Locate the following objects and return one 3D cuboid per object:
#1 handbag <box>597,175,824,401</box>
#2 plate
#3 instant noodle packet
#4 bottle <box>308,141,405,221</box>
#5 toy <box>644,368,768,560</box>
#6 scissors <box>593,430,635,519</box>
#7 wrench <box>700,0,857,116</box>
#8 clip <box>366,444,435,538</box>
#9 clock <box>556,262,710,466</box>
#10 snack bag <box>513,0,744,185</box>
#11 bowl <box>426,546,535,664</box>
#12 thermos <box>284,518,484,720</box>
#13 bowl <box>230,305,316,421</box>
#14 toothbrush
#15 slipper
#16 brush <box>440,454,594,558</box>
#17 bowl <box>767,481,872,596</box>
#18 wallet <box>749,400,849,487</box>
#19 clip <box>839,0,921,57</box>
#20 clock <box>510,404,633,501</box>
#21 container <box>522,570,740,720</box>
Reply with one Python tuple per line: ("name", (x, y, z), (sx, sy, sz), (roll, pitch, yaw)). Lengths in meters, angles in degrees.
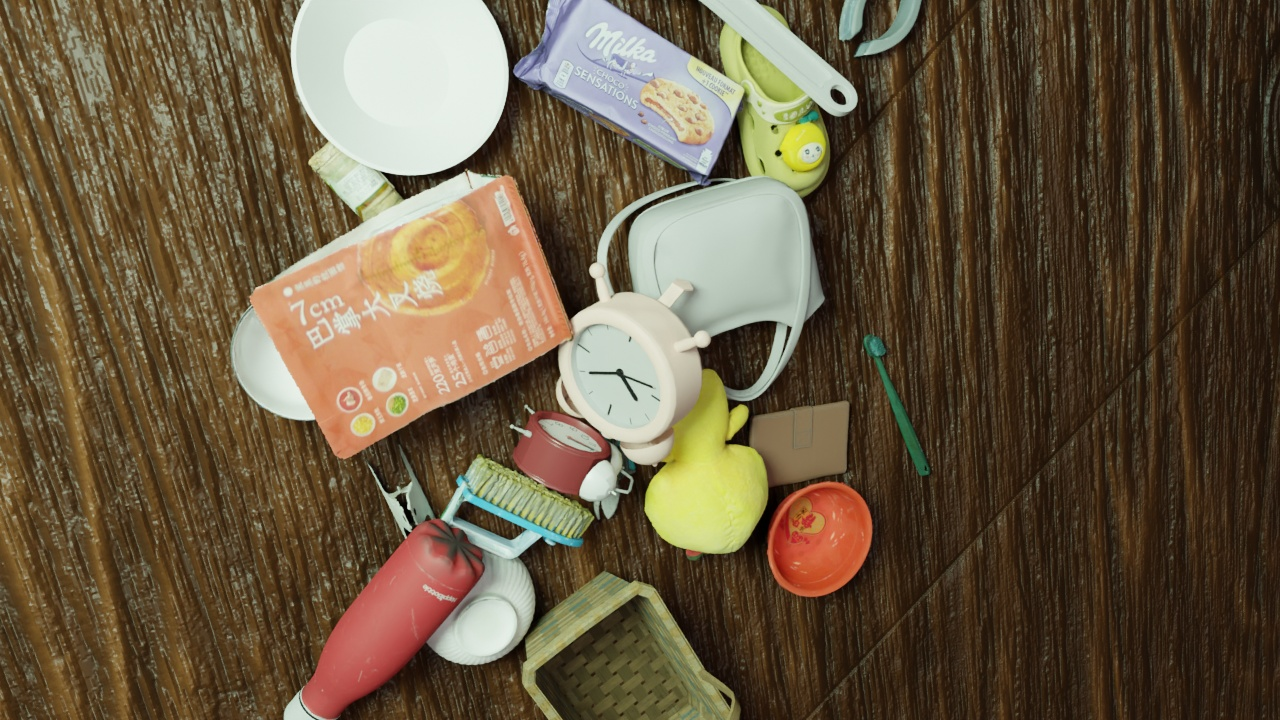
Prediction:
("handbag", (0.075, -0.057, 0.904), (0.215, 0.095, 0.223), (-17, 117, -7))
("plate", (-0.201, -0.243, 0.767), (0.173, 0.036, 0.174), (-4, 100, -23))
("instant noodle packet", (-0.182, -0.036, 0.752), (0.220, 0.084, 0.164), (-36, 125, -27))
("bottle", (-0.228, -0.138, 0.778), (0.043, 0.043, 0.111), (-45, 112, -8))
("toy", (0.064, 0.111, 0.918), (0.133, 0.092, 0.208), (-19, 104, -15))
("scissors", (-0.020, 0.082, 0.918), (0.149, 0.019, 0.131), (-38, 111, -12))
("wrench", (0.085, -0.311, 0.833), (0.273, 0.018, 0.086), (41, 67, -4))
("clip", (-0.211, 0.131, 0.841), (0.057, 0.054, 0.102), (-44, 119, -48))
("clock", (-0.005, 0.005, 0.836), (0.086, 0.131, 0.161), (-27, 145, -51))
("snack bag", (-0.007, -0.248, 0.836), (0.205, 0.058, 0.096), (26, 88, -21))
("bowl", (-0.152, 0.241, 0.874), (0.118, 0.062, 0.118), (-4, 102, -21))
("thermos", (-0.237, 0.249, 0.823), (0.073, 0.073, 0.240), (36, 101, -24))
("bowl", (-0.282, -0.011, 0.771), (0.113, 0.063, 0.113), (-4, 102, -21))
("toothbrush", (0.293, 0.053, 1.037), (0.016, 0.017, 0.190), (-32, 110, -13))
("slipper", (0.141, -0.250, 0.882), (0.091, 0.082, 0.190), (-26, 106, -18))
("brush", (-0.114, 0.152, 0.875), (0.136, 0.055, 0.075), (30, 92, -24))
("bowl", (0.187, 0.190, 1.007), (0.130, 0.045, 0.130), (-4, 102, -21))
("wallet", (0.173, 0.092, 0.999), (0.120, 0.013, 0.087), (-8, 108, -20))
("clip", (0.251, -0.389, 0.924), (0.106, 0.028, 0.163), (43, 83, -25))
("clock", (-0.063, 0.090, 0.858), (0.124, 0.087, 0.044), (26, 105, -1))
("container", (0.003, 0.344, 0.888), (0.157, 0.186, 0.250), (-34, 111, -12))
